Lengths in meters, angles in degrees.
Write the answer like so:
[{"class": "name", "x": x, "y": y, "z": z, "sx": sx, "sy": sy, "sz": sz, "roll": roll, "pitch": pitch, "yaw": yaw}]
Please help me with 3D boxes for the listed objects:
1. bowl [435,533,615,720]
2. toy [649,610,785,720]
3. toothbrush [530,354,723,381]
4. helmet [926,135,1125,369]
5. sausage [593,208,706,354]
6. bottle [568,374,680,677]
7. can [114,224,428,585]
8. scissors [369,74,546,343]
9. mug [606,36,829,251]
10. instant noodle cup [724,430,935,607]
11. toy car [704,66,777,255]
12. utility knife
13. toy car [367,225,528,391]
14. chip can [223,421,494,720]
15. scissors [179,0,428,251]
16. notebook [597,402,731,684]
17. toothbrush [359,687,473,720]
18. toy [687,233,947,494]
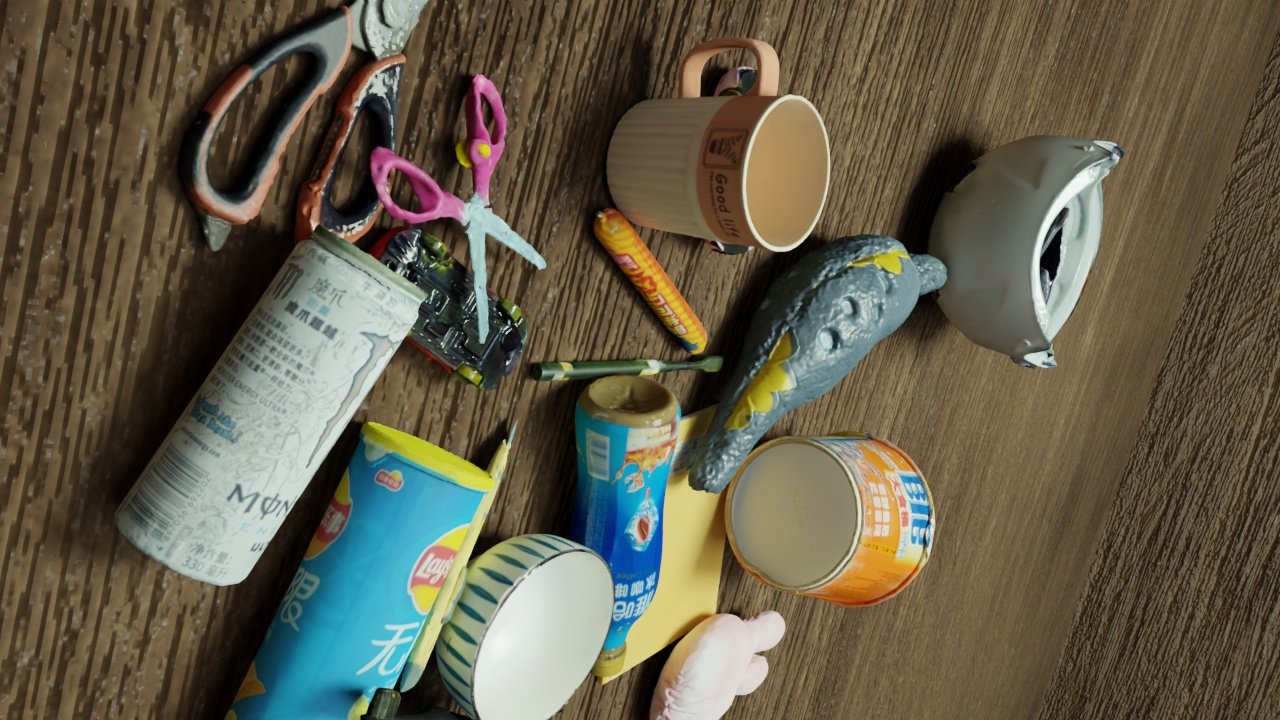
[{"class": "bowl", "x": -0.077, "y": 0.155, "z": 0.551, "sx": 0.116, "sy": 0.066, "sz": 0.117, "roll": -26, "pitch": 125, "yaw": -44}, {"class": "toy", "x": 0.067, "y": 0.271, "z": 0.795, "sx": 0.159, "sy": 0.054, "sz": 0.121, "roll": -1, "pitch": 116, "yaw": -50}, {"class": "toothbrush", "x": -0.004, "y": 0.004, "z": 0.616, "sx": 0.185, "sy": 0.017, "sz": 0.012, "roll": -3, "pitch": 111, "yaw": -49}, {"class": "helmet", "x": 0.369, "y": -0.115, "z": 0.915, "sx": 0.258, "sy": 0.146, "sz": 0.229, "roll": -11, "pitch": 116, "yaw": -59}, {"class": "sausage", "x": 0.010, "y": -0.048, "z": 0.600, "sx": 0.021, "sy": 0.021, "sz": 0.165, "roll": -58, "pitch": 142, "yaw": -14}, {"class": "bottle", "x": -0.016, "y": 0.118, "z": 0.607, "sx": 0.065, "sy": 0.065, "sz": 0.219, "roll": -23, "pitch": 127, "yaw": -44}, {"class": "can", "x": -0.153, "y": 0.018, "z": 0.386, "sx": 0.146, "sy": 0.058, "sz": 0.058, "roll": -57, "pitch": 142, "yaw": -5}, {"class": "scissors", "x": -0.083, "y": -0.075, "z": 0.443, "sx": 0.135, "sy": 0.017, "sz": 0.133, "roll": -4, "pitch": 92, "yaw": -63}, {"class": "mug", "x": 0.044, "y": -0.126, "z": 0.531, "sx": 0.081, "sy": 0.106, "sz": 0.115, "roll": -13, "pitch": 111, "yaw": -45}, {"class": "instant noodle cup", "x": 0.147, "y": 0.126, "z": 0.748, "sx": 0.111, "sy": 0.151, "sz": 0.151, "roll": 15, "pitch": 95, "yaw": -51}, {"class": "toy car", "x": 0.062, "y": -0.132, "z": 0.611, "sx": 0.056, "sy": 0.037, "sz": 0.122, "roll": -5, "pitch": 107, "yaw": -47}, {"class": "utility knife", "x": -0.099, "y": 0.104, "z": 0.509, "sx": 0.031, "sy": 0.018, "sz": 0.162, "roll": 114, "pitch": -9, "yaw": -60}, {"class": "toy car", "x": -0.099, "y": -0.024, "z": 0.467, "sx": 0.106, "sy": 0.031, "sz": 0.049, "roll": 41, "pitch": 74, "yaw": -46}, {"class": "chip can", "x": -0.148, "y": 0.139, "z": 0.450, "sx": 0.071, "sy": 0.071, "sz": 0.210, "roll": 32, "pitch": 81, "yaw": -53}, {"class": "scissors", "x": -0.112, "y": -0.135, "z": 0.413, "sx": 0.206, "sy": 0.015, "sz": 0.194, "roll": -29, "pitch": 127, "yaw": -40}, {"class": "notebook", "x": 0.027, "y": 0.138, "z": 0.719, "sx": 0.145, "sy": 0.010, "sz": 0.206, "roll": -16, "pitch": 118, "yaw": -47}, {"class": "toothbrush", "x": -0.112, "y": 0.199, "z": 0.497, "sx": 0.213, "sy": 0.026, "sz": 0.027, "roll": 83, "pitch": 25, "yaw": -64}, {"class": "toy", "x": 0.158, "y": -0.031, "z": 0.737, "sx": 0.355, "sy": 0.091, "sz": 0.138, "roll": -35, "pitch": 140, "yaw": -35}]
